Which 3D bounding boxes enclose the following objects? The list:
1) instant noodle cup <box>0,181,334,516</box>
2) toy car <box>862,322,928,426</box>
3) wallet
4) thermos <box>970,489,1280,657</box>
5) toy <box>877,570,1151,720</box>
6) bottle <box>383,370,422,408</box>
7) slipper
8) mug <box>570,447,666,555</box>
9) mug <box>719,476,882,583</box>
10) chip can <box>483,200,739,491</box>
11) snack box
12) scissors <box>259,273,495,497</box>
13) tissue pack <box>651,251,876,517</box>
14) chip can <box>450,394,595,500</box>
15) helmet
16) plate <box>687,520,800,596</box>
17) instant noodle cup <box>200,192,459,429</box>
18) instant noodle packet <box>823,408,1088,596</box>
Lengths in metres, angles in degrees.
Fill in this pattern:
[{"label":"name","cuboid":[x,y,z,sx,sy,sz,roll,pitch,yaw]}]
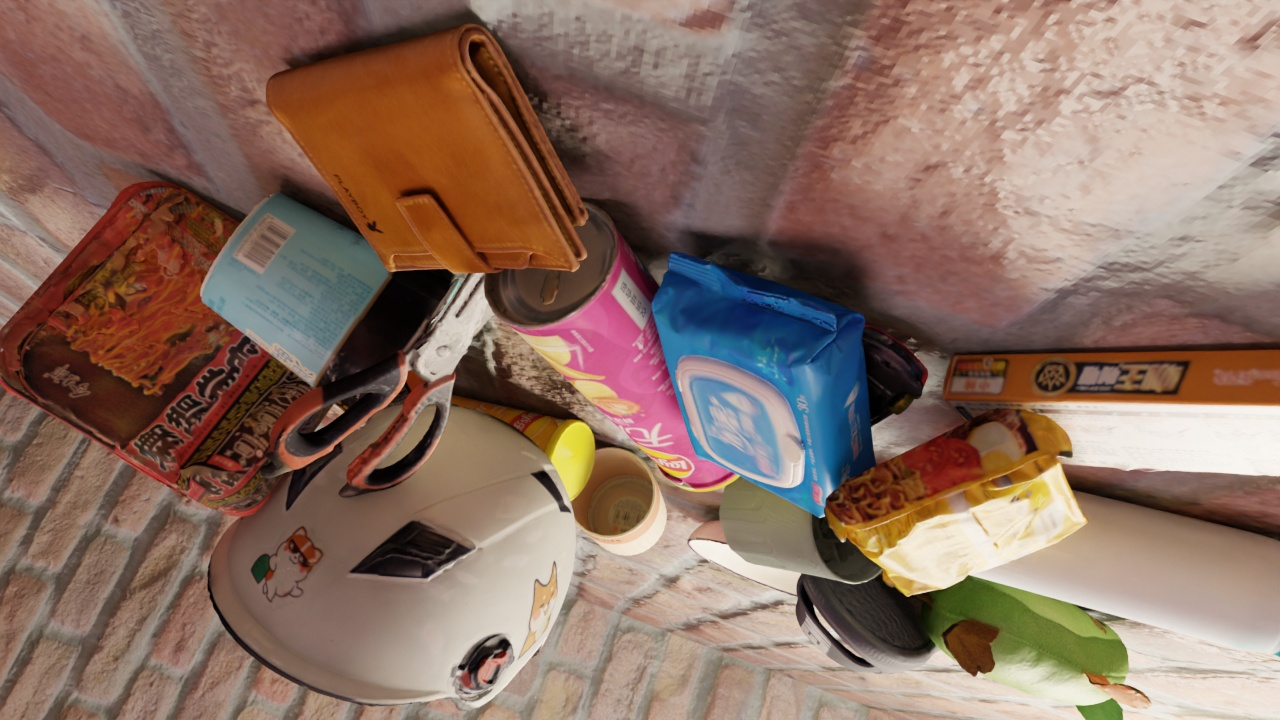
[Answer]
[{"label":"instant noodle cup","cuboid":[-0.291,-0.006,0.603,0.189,0.164,0.079,35,159,-10]},{"label":"toy car","cuboid":[0.108,0.012,0.468,0.049,0.031,0.106,38,156,2]},{"label":"wallet","cuboid":[-0.088,-0.080,0.397,0.131,0.035,0.119,4,132,39]},{"label":"thermos","cuboid":[0.285,0.116,0.527,0.224,0.073,0.073,13,159,20]},{"label":"toy","cuboid":[0.303,0.219,0.743,0.246,0.090,0.227,25,-175,-26]},{"label":"bottle","cuboid":[-0.198,-0.001,0.715,0.067,0.066,0.150,18,154,8]},{"label":"slipper","cuboid":[0.189,0.224,0.775,0.268,0.083,0.110,24,-152,-56]},{"label":"mug","cuboid":[-0.030,0.126,0.865,0.114,0.081,0.106,43,170,21]},{"label":"mug","cuboid":[0.135,0.112,0.665,0.123,0.083,0.104,3,173,-32]},{"label":"chip can","cuboid":[0.000,0.002,0.499,0.071,0.071,0.210,9,157,31]},{"label":"snack box","cuboid":[0.220,0.023,0.401,0.154,0.026,0.075,-1,152,48]},{"label":"scissors","cuboid":[-0.126,0.004,0.493,0.205,0.015,0.202,-18,145,-14]},{"label":"tissue pack","cuboid":[0.062,0.019,0.445,0.095,0.052,0.157,22,148,34]},{"label":"chip can","cuboid":[-0.148,0.071,0.831,0.214,0.072,0.072,9,158,29]},{"label":"helmet","cuboid":[-0.148,0.114,0.657,0.230,0.157,0.273,34,-170,25]},{"label":"plate","cuboid":[0.143,0.202,0.933,0.192,0.039,0.193,20,162,7]},{"label":"instant noodle cup","cuboid":[-0.190,-0.036,0.555,0.120,0.111,0.111,34,158,-13]},{"label":"instant noodle packet","cuboid":[0.157,0.074,0.449,0.111,0.044,0.128,-24,145,17]}]
